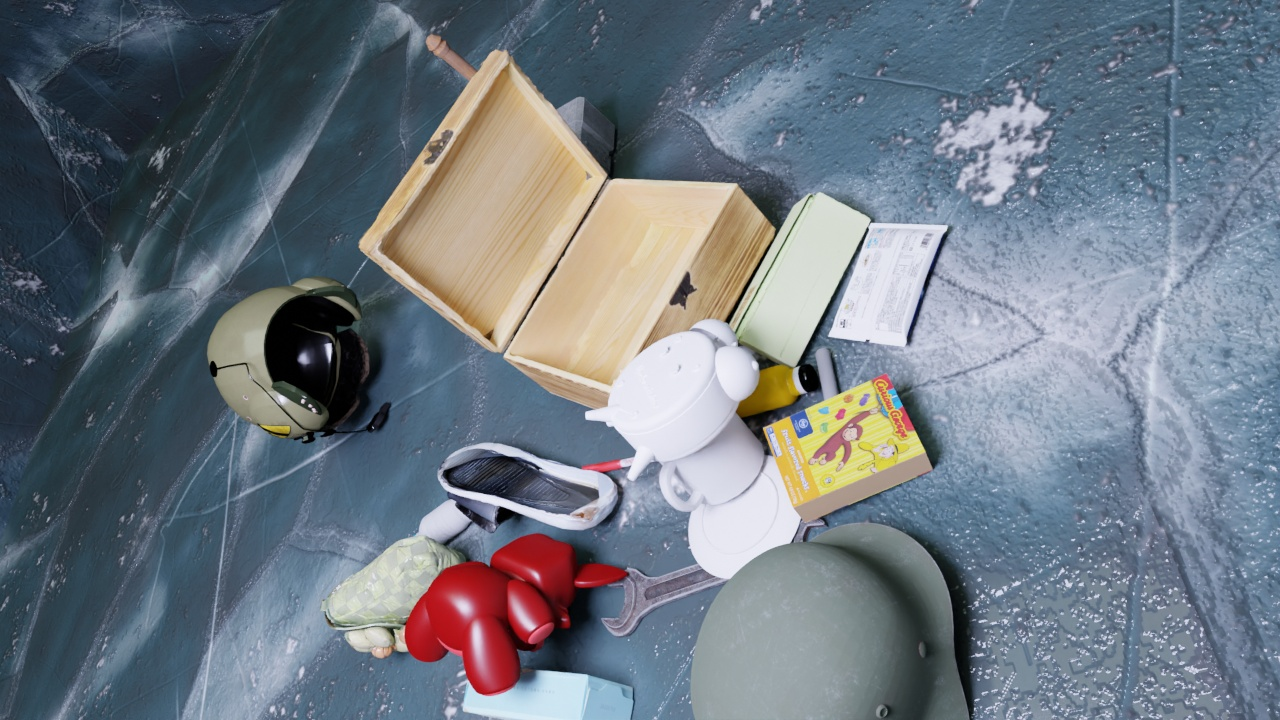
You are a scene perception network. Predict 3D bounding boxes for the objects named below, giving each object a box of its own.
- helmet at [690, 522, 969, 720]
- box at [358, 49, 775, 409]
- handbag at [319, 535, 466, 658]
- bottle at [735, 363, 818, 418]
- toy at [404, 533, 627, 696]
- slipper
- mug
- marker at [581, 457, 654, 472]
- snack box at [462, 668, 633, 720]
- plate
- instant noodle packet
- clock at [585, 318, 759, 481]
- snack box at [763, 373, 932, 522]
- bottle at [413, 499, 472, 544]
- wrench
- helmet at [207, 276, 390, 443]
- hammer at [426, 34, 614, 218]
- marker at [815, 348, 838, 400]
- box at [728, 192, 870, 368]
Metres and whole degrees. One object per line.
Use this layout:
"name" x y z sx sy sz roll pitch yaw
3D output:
"helmet" 0.134 0.247 0.745 0.227 0.153 0.267 20 80 46
"box" -0.094 -0.139 1.033 0.287 0.336 0.278 14 72 51
"handbag" -0.298 0.301 1.136 0.187 0.113 0.116 -35 55 21
"bottle" 0.117 0.036 0.967 0.144 0.043 0.043 -18 55 34
"toy" -0.135 0.252 0.965 0.159 0.196 0.120 8 112 40
"slipper" -0.141 0.161 1.098 0.264 0.063 0.111 7 29 35
"mug" 0.058 0.096 0.927 0.091 0.090 0.121 -7 44 45
"marker" -0.011 0.117 1.057 0.142 0.012 0.012 -15 57 35
"snack box" -0.098 0.351 0.950 0.175 0.075 0.053 -9 59 39
"plate" 0.101 0.153 0.924 0.135 0.011 0.134 -26 44 28
"instant noodle packet" 0.250 -0.080 0.930 0.087 0.026 0.134 11 74 45
"clock" 0.030 0.027 0.881 0.161 0.073 0.125 -38 29 6
"snack box" 0.191 0.082 0.854 0.126 0.040 0.088 -26 52 12
"bottle" -0.243 0.203 1.190 0.136 0.044 0.044 -36 47 21
"wrench" 0.068 0.217 0.929 0.274 0.010 0.070 -26 51 28
"helmet" -0.506 0.005 1.372 0.233 0.255 0.249 -8 59 35
"hammer" -0.165 -0.332 1.236 0.083 0.317 0.162 -20 54 33
"marker" 0.192 0.049 0.912 0.016 0.016 0.140 -25 51 29
"box" 0.170 -0.085 1.004 0.188 0.082 0.098 -61 -1 -4
